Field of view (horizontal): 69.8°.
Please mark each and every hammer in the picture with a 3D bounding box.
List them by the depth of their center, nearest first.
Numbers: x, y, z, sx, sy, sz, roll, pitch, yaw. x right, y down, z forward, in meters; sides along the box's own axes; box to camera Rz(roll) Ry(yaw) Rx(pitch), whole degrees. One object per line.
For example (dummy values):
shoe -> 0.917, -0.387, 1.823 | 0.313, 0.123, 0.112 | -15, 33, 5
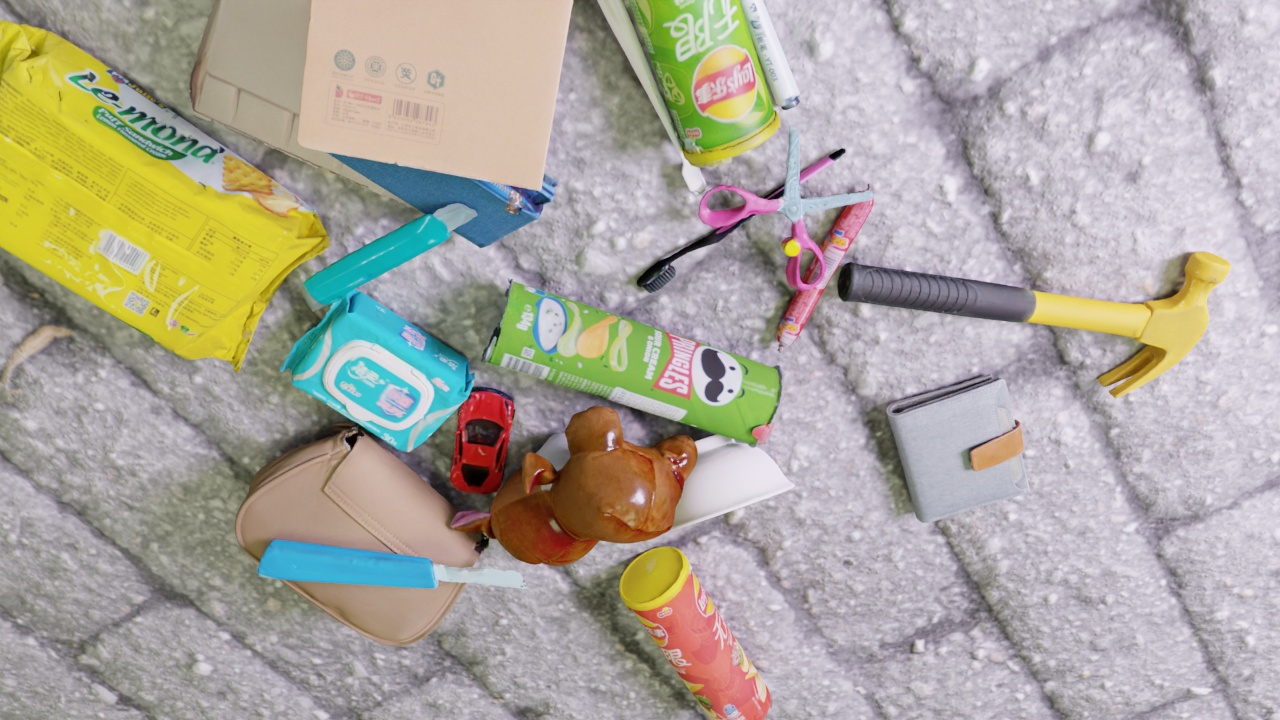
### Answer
hammer -> 0.308, -0.043, 0.737 | 0.300, 0.032, 0.129 | 8, 119, -5

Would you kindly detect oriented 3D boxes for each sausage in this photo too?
sausage -> 0.143, -0.070, 0.726 | 0.020, 0.020, 0.156 | 20, 118, -12

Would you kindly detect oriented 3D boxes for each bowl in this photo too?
bowl -> 0.065, 0.099, 0.790 | 0.118, 0.118, 0.064 | -21, 81, 11

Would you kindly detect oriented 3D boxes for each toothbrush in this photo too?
toothbrush -> 0.006, -0.198, 0.652 | 0.016, 0.016, 0.180 | -24, 116, 10
toothbrush -> 0.077, -0.106, 0.708 | 0.189, 0.014, 0.018 | -32, 126, 16

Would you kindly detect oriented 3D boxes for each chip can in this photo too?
chip can -> 0.025, -0.240, 0.593 | 0.073, 0.072, 0.221 | -19, 119, 10
chip can -> -0.004, 0.004, 0.737 | 0.236, 0.072, 0.072 | 18, 119, -11
chip can -> 0.057, 0.280, 0.904 | 0.073, 0.073, 0.217 | -23, 119, 12

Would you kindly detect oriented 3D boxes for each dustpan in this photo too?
dustpan -> -0.160, -0.247, 0.624 | 0.222, 0.138, 0.274 | 24, 145, -17

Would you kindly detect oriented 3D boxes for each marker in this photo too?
marker -> 0.079, -0.233, 0.630 | 0.023, 0.018, 0.131 | -8, 124, 34

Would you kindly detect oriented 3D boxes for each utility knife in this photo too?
utility knife -> -0.187, -0.075, 0.666 | 0.176, 0.013, 0.029 | -21, 126, 27
utility knife -> -0.202, 0.173, 0.757 | 0.218, 0.018, 0.034 | 7, 108, -6

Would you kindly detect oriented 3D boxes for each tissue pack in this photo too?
tissue pack -> -0.213, 0.009, 0.750 | 0.133, 0.050, 0.093 | 35, 115, -19

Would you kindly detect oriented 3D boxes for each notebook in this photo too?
notebook -> -0.112, -0.214, 0.529 | 0.147, 0.008, 0.208 | 8, 107, -11

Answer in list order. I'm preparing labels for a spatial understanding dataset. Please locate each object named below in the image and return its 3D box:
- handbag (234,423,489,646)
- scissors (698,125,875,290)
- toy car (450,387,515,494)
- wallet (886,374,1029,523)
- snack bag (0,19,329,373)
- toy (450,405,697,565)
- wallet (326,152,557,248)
handbag -> -0.242, 0.150, 0.811 | 0.148, 0.099, 0.204 | -38, 115, 11
scissors -> 0.109, -0.110, 0.687 | 0.134, 0.017, 0.133 | -4, 122, 3
toy car -> -0.139, 0.071, 0.800 | 0.049, 0.031, 0.106 | 10, 118, -8
wallet -> 0.283, 0.081, 0.808 | 0.107, 0.037, 0.130 | -18, 120, 10
snack bag -> -0.372, -0.105, 0.671 | 0.246, 0.068, 0.158 | 35, 114, -21
toy -> -0.056, 0.109, 0.764 | 0.140, 0.130, 0.200 | 23, 137, -31
wallet -> -0.136, -0.132, 0.626 | 0.133, 0.040, 0.107 | 31, 151, -28
